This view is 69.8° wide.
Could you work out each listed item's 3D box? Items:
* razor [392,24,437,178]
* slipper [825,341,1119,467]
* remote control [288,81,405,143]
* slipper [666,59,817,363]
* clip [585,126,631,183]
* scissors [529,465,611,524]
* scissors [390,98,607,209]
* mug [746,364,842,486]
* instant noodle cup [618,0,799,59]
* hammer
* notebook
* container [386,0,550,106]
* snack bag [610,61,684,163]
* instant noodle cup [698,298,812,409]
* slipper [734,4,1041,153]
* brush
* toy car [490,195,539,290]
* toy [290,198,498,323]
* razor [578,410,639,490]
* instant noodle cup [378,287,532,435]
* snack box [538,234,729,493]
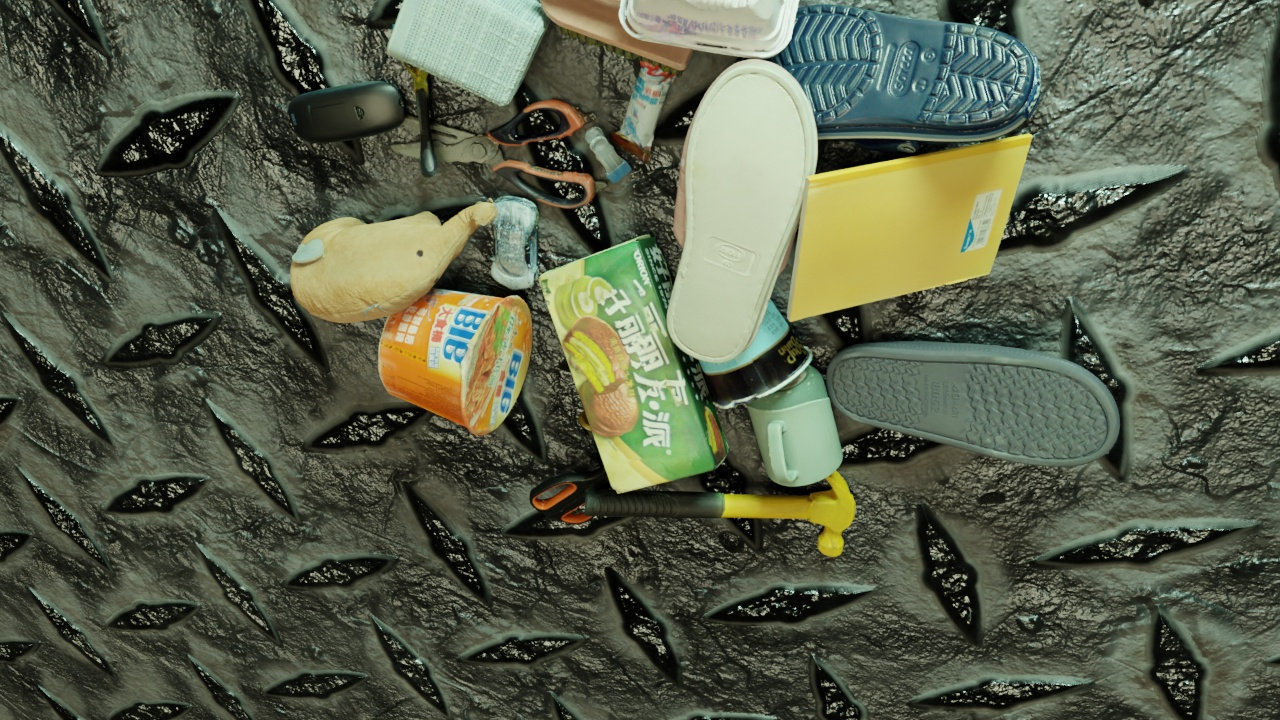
[{"bbox_3d":[-0.208,-0.246,0.878,0.042,0.022,0.143,-5,111,-9],"label":"razor"},{"bbox_3d":[0.317,0.023,0.888,0.269,0.083,0.111,9,119,31],"label":"slipper"},{"bbox_3d":[-0.296,-0.243,0.906,0.137,0.024,0.053,-3,116,22],"label":"remote control"},{"bbox_3d":[0.082,-0.120,0.786,0.114,0.054,0.275,17,124,12],"label":"slipper"},{"bbox_3d":[-0.033,-0.194,0.867,0.024,0.028,0.057,-35,130,8],"label":"clip"},{"bbox_3d":[-0.022,0.129,1.026,0.235,0.021,0.125,-20,135,21],"label":"scissors"},{"bbox_3d":[-0.137,-0.211,0.894,0.215,0.015,0.197,-32,109,30],"label":"scissors"},{"bbox_3d":[0.151,0.069,0.932,0.082,0.111,0.106,-4,119,28],"label":"mug"},{"bbox_3d":[0.060,-0.327,0.691,0.138,0.060,0.173,10,93,5],"label":"instant noodle cup"},{"bbox_3d":[0.089,0.160,1.016,0.300,0.032,0.129,1,121,-2],"label":"hammer"},{"bbox_3d":[0.226,-0.111,0.781,0.206,0.010,0.146,-14,134,-13],"label":"notebook"},{"bbox_3d":[-0.145,-0.289,0.798,0.111,0.090,0.090,25,121,-11],"label":"container"},{"bbox_3d":[0.005,-0.234,0.834,0.048,0.026,0.104,33,124,10],"label":"snack bag"},{"bbox_3d":[0.092,-0.032,0.898,0.111,0.111,0.120,-24,103,27],"label":"instant noodle cup"},{"bbox_3d":[0.195,-0.225,0.752,0.253,0.095,0.105,10,88,30],"label":"slipper"},{"bbox_3d":[-0.019,-0.295,0.768,0.146,0.073,0.063,22,81,7],"label":"brush"},{"bbox_3d":[-0.130,-0.117,0.941,0.049,0.031,0.106,11,125,10],"label":"toy car"},{"bbox_3d":[-0.244,-0.102,0.915,0.226,0.143,0.082,-6,145,18],"label":"toy"},{"bbox_3d":[-0.026,0.097,1.039,0.067,0.062,0.168,-20,125,-9],"label":"razor"},{"bbox_3d":[-0.196,-0.007,0.965,0.111,0.151,0.152,15,124,16],"label":"instant noodle cup"},{"bbox_3d":[-0.005,0.005,0.921,0.115,0.063,0.240,-17,95,23],"label":"snack box"}]
